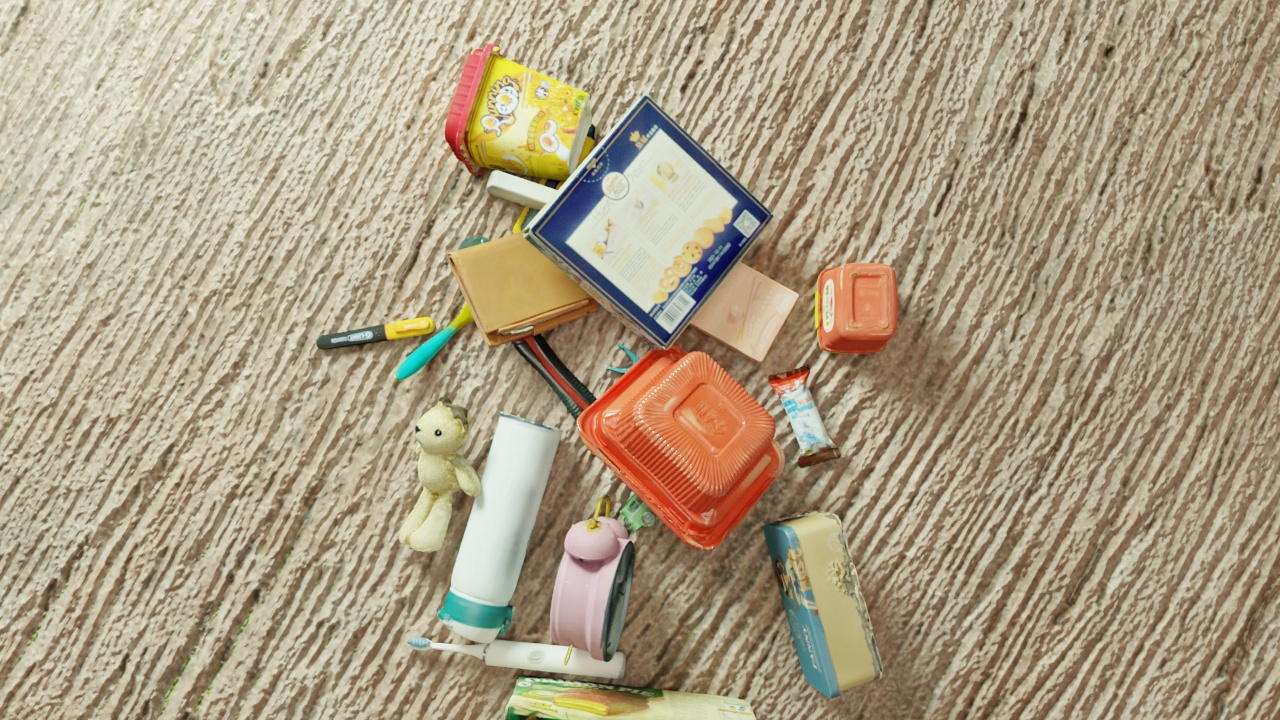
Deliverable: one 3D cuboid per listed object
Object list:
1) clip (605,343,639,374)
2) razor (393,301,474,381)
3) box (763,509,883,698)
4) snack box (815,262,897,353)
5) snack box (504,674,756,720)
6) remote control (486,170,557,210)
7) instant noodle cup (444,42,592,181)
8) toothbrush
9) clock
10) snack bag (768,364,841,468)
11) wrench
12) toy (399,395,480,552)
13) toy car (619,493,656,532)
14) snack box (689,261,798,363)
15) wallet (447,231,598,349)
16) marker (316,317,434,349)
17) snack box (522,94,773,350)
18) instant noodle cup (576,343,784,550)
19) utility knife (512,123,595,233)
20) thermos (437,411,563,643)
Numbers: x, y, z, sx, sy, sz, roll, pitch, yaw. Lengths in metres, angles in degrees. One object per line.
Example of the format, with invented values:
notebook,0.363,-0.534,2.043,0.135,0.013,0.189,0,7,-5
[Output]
clip,-0.006,0.007,0.965,0.055,0.013,0.034,24,85,0
razor,-0.205,-0.025,0.954,0.132,0.028,0.043,-45,99,-10
box,0.181,0.243,0.910,0.063,0.090,0.184,-12,84,-9
snack box,0.226,-0.056,0.943,0.082,0.080,0.091,1,84,-2
snack box,-0.008,0.357,0.882,0.240,0.114,0.063,6,85,-1
remote control,-0.091,-0.164,0.943,0.135,0.056,0.019,17,88,-13
instant noodle cup,-0.119,-0.241,0.933,0.123,0.116,0.116,17,84,1
toothbrush,-0.125,0.297,0.929,0.221,0.026,0.026,6,59,-1
clock,-0.044,0.210,0.896,0.060,0.117,0.158,10,87,11
snack bag,0.171,0.058,0.959,0.048,0.026,0.104,-18,85,9
wrench,-0.105,-0.013,0.952,0.056,0.016,0.273,-37,91,-29
toy,-0.205,0.116,0.914,0.066,0.105,0.157,5,107,-41
toy car,0.018,0.138,0.939,0.091,0.043,0.036,-42,87,-5
snack box,0.078,-0.071,0.968,0.157,0.026,0.084,30,84,1
wallet,-0.117,-0.080,0.940,0.131,0.031,0.108,-22,84,-27
marker,-0.278,-0.028,0.961,0.124,0.015,0.018,-10,81,-1
snack box,0.010,-0.135,0.915,0.182,0.046,0.177,41,83,-11
instant noodle cup,0.053,0.073,0.900,0.189,0.079,0.164,44,55,2
utility knife,-0.099,-0.174,0.978,0.033,0.015,0.190,28,85,4
thermos,-0.139,0.169,0.922,0.073,0.073,0.224,16,85,0
